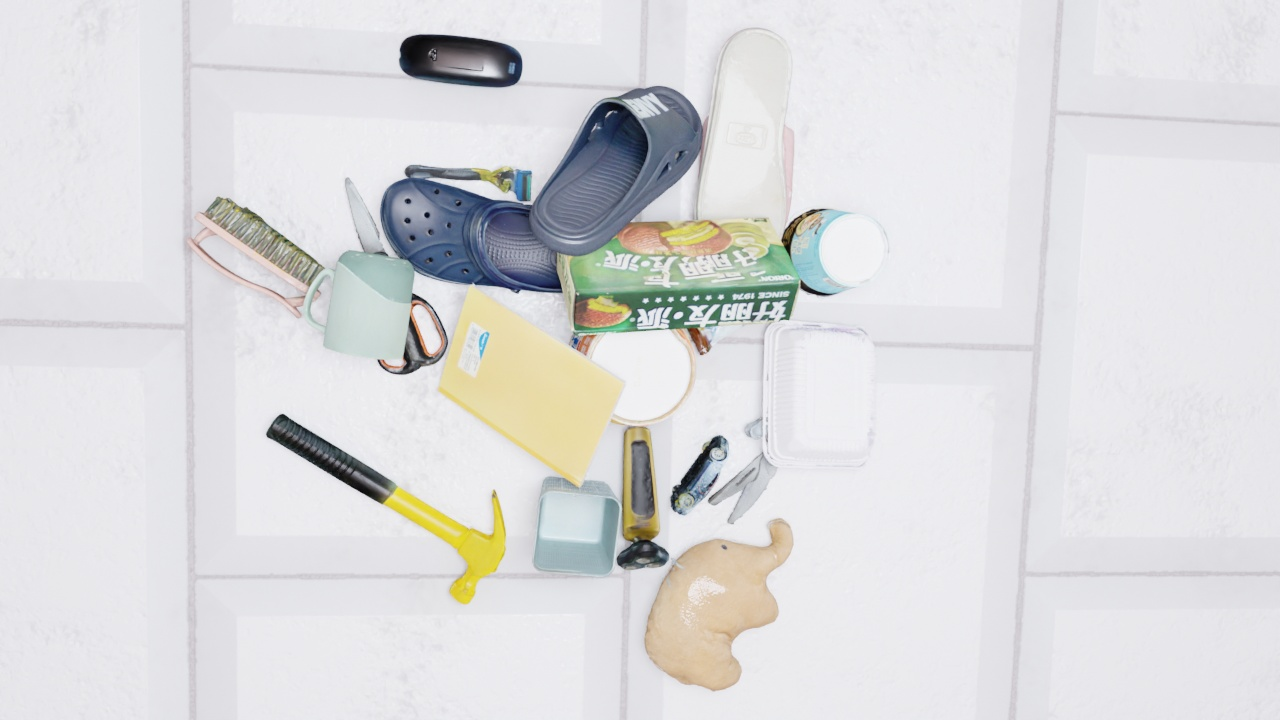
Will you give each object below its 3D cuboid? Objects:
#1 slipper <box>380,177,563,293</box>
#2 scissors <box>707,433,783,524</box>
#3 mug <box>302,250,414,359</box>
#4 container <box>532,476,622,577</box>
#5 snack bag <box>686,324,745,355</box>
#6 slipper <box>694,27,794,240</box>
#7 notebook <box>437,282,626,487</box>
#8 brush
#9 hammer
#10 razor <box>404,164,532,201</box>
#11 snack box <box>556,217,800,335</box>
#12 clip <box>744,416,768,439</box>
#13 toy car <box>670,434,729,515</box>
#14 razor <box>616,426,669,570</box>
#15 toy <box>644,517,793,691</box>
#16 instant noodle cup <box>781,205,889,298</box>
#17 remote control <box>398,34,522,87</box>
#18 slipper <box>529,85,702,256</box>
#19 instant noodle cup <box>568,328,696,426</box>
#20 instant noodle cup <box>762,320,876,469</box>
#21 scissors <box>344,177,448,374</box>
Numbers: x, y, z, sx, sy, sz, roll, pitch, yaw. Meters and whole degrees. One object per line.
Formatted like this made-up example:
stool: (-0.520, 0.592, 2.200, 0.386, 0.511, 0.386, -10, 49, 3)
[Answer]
slipper: (-0.163, -0.128, 1.007, 0.252, 0.095, 0.105, 14, 91, -11)
scissors: (0.166, 0.095, 1.100, 0.197, 0.015, 0.214, -4, 96, -6)
mug: (-0.303, -0.063, 0.983, 0.112, 0.082, 0.106, 10, 96, 0)
container: (-0.074, 0.182, 1.032, 0.090, 0.111, 0.090, 6, 93, -7)
snack bag: (0.106, -0.049, 1.075, 0.104, 0.026, 0.048, -26, 85, -4)
slipper: (0.120, -0.233, 1.044, 0.114, 0.054, 0.274, 2, 105, -2)
notebook: (-0.124, 0.028, 0.995, 0.206, 0.010, 0.146, 31, 119, 16)
brush: (-0.412, -0.110, 0.996, 0.145, 0.063, 0.073, 37, 86, -10)
hammer: (-0.286, 0.152, 1.047, 0.300, 0.033, 0.129, 33, 90, -8)
razor: (-0.193, -0.207, 1.032, 0.142, 0.022, 0.043, 5, 138, -3)
snack box: (0.037, -0.091, 0.970, 0.240, 0.114, 0.063, -3, 134, -12)
clip: (0.150, 0.073, 1.082, 0.057, 0.028, 0.024, -34, 97, -7)
toy car: (0.072, 0.135, 1.076, 0.031, 0.049, 0.105, 34, 91, -12)
razor: (0.001, 0.161, 1.066, 0.062, 0.067, 0.167, -2, 89, -7)
toy: (0.095, 0.275, 1.079, 0.143, 0.082, 0.226, 32, 88, -14)
instant noodle cup: (0.222, -0.124, 1.032, 0.111, 0.120, 0.111, -1, 95, -6)
remote control: (-0.199, -0.333, 1.018, 0.136, 0.024, 0.053, 4, 96, -6)
slipper: (-0.016, -0.218, 0.960, 0.111, 0.083, 0.267, 31, 58, 11)
instant noodle cup: (-0.006, 0.006, 1.024, 0.151, 0.111, 0.151, -1, 95, -7)
instant noodle cup: (0.214, 0.038, 1.058, 0.138, 0.060, 0.173, 3, 82, -12)
scissors: (-0.302, -0.091, 1.029, 0.125, 0.021, 0.235, -39, 98, -1)
